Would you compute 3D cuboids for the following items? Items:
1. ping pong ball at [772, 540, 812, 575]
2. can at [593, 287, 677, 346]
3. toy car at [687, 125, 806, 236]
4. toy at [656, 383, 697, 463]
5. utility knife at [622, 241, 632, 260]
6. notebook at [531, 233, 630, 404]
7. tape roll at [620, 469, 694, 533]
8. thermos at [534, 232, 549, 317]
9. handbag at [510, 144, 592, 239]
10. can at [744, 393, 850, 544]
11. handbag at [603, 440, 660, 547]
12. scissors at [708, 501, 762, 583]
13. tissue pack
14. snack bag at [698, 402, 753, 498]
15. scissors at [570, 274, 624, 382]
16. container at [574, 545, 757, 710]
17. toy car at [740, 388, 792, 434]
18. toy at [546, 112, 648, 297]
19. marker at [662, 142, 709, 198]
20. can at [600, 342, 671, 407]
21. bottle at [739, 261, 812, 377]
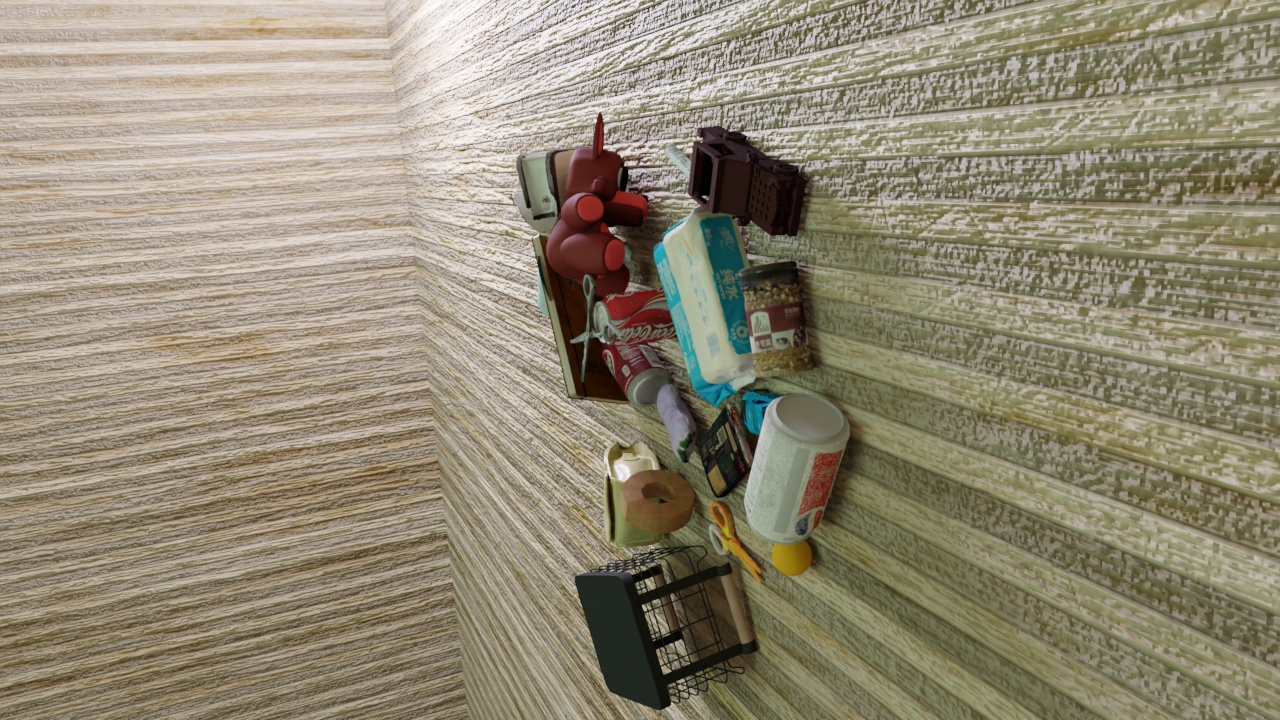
[{"bbox_3d":[0.154,0.199,0.934,0.040,0.040,0.040,171,90,-68],"label":"ping pong ball"},{"bbox_3d":[0.000,-0.054,1.125,0.064,0.104,0.064,171,90,-68],"label":"can"},{"bbox_3d":[0.094,-0.180,0.906,0.169,0.061,0.070,-129,36,-51],"label":"toy car"},{"bbox_3d":[0.047,0.080,1.159,0.080,0.036,0.099,91,163,-48],"label":"toy"},{"bbox_3d":[-0.047,-0.169,1.320,0.175,0.017,0.030,31,136,58],"label":"utility knife"},{"bbox_3d":[-0.086,-0.063,1.291,0.014,0.178,0.249,-20,76,24],"label":"notebook"},{"bbox_3d":[0.022,0.180,1.180,0.094,0.093,0.027,-127,35,-50],"label":"tape roll"},{"bbox_3d":[-0.130,-0.166,1.452,0.078,0.065,0.207,19,123,25],"label":"thermos"},{"bbox_3d":[-0.108,-0.204,1.268,0.074,0.151,0.176,-1,105,27],"label":"handbag"},{"bbox_3d":[0.145,0.104,0.870,0.078,0.078,0.136,-124,33,-46],"label":"can"},{"bbox_3d":[-0.016,0.189,1.294,0.111,0.081,0.119,-114,21,-62],"label":"handbag"},{"bbox_3d":[0.112,0.226,1.086,0.131,0.012,0.074,-126,33,-50],"label":"scissors"},{"bbox_3d":[0.078,-0.059,0.990,0.117,0.066,0.209,145,113,-65],"label":"tissue pack"},{"bbox_3d":[0.096,0.106,1.043,0.155,0.018,0.074,111,143,-68],"label":"snack bag"},{"bbox_3d":[-0.056,-0.031,1.110,0.172,0.014,0.142,-151,57,-61],"label":"scissors"},{"bbox_3d":[0.025,0.330,1.167,0.242,0.130,0.162,-32,75,66],"label":"container"},{"bbox_3d":[0.133,0.056,0.945,0.105,0.032,0.048,-168,71,-65],"label":"toy car"},{"bbox_3d":[-0.051,-0.191,1.176,0.158,0.120,0.197,61,-143,-76],"label":"toy"},{"bbox_3d":[0.061,-0.211,1.037,0.146,0.017,0.017,-123,32,-45],"label":"marker"},{"bbox_3d":[-0.007,0.007,1.223,0.114,0.063,0.063,-124,33,-46],"label":"can"},{"bbox_3d":[0.130,-0.039,0.881,0.056,0.056,0.105,172,89,-68],"label":"bottle"}]
